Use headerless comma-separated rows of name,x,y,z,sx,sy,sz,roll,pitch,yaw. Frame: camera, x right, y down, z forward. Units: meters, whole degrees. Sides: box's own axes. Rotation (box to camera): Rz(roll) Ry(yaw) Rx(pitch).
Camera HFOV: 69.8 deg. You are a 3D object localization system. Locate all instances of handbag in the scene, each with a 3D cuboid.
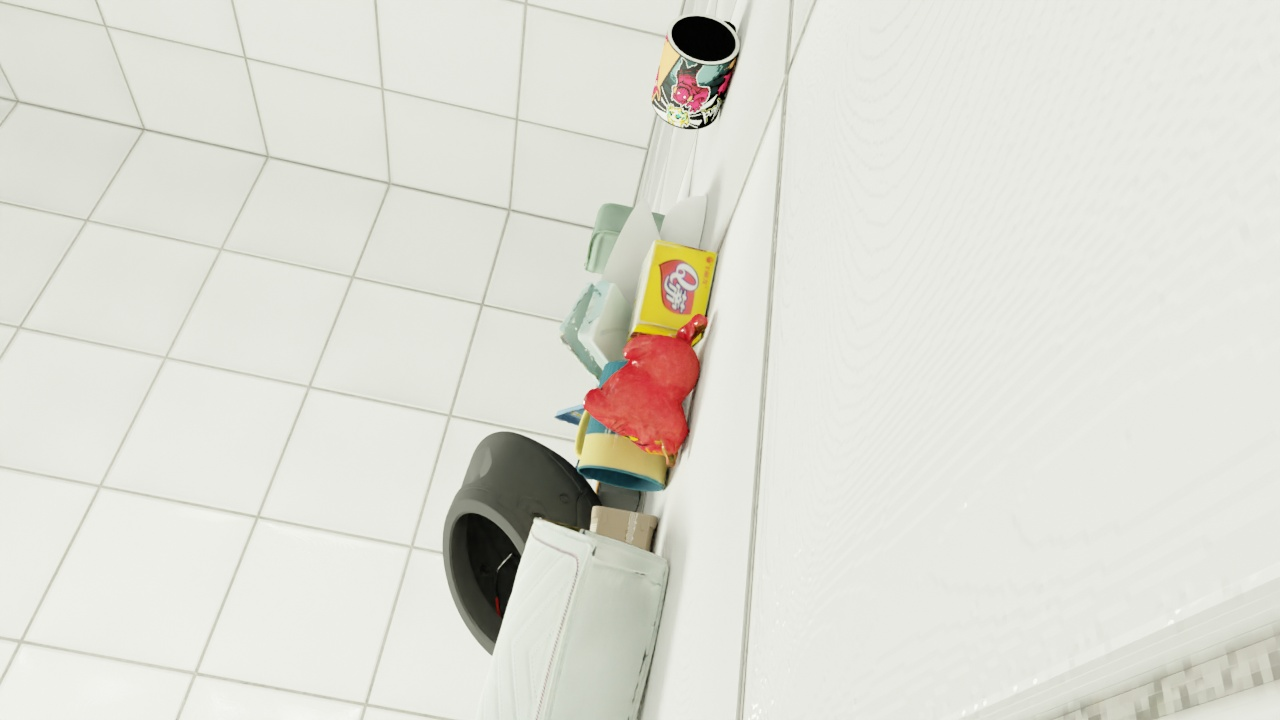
handbag,-0.028,0.251,0.910,0.198,0.062,0.175,87,-167,-71
handbag,-0.012,-0.157,1.276,0.106,0.122,0.067,107,174,-51
handbag,-0.061,0.237,0.744,0.142,0.096,0.198,3,76,60

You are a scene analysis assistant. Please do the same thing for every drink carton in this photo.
drink carton,-0.026,0.139,1.121,0.124,0.048,0.076,-83,6,-52

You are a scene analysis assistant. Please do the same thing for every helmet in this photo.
helmet,-0.116,0.199,1.017,0.165,0.264,0.169,-44,-22,32

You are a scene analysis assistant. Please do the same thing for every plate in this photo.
plate,-0.009,-0.088,0.998,0.174,0.036,0.174,25,-93,-85

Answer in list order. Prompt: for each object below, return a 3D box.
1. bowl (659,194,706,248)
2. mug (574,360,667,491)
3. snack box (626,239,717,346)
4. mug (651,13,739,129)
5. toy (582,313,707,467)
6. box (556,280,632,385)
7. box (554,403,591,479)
bowl,0.042,-0.140,1.048,0.110,0.040,0.110,-171,93,-86
mug,-0.019,0.063,0.876,0.114,0.083,0.107,-7,66,47
snack box,0.028,-0.058,0.861,0.106,0.061,0.083,129,153,-82
mug,0.072,-0.340,1.056,0.117,0.082,0.098,-48,-12,-30
toy,0.028,0.024,0.784,0.133,0.094,0.088,-52,-21,9
box,-0.020,-0.009,0.945,0.083,0.066,0.199,-49,-31,-8
box,-0.046,0.092,1.020,0.209,0.077,0.074,-20,47,68
